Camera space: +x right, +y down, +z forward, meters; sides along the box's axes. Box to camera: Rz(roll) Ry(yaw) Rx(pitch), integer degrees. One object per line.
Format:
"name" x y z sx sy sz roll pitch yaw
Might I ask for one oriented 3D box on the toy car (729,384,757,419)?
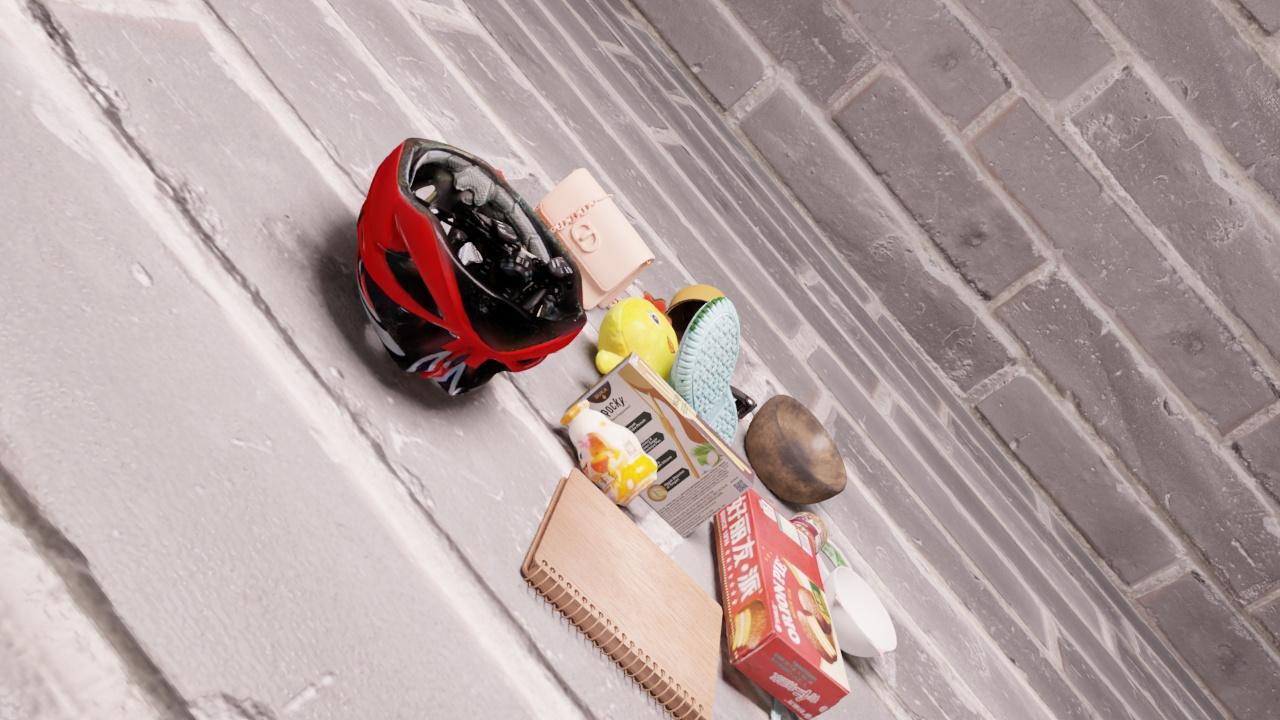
"toy car" 0.125 0.054 1.305 0.092 0.040 0.037 27 30 -39

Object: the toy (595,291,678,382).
"toy" -0.006 0.006 1.078 0.134 0.092 0.207 56 25 -33

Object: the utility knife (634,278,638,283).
"utility knife" -0.055 -0.167 1.361 0.149 0.015 0.022 45 31 -9

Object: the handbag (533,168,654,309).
"handbag" -0.052 -0.173 1.241 0.198 0.117 0.186 52 22 8

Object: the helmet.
"helmet" -0.158 -0.092 0.836 0.217 0.167 0.271 34 27 -33

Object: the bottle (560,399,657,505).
"bottle" -0.034 0.091 0.919 0.109 0.063 0.063 49 22 7

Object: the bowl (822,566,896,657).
"bowl" 0.255 0.313 1.117 0.114 0.051 0.114 40 24 -22

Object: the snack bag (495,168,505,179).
"snack bag" -0.183 -0.196 1.132 0.130 0.039 0.144 6 46 -59

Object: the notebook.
"notebook" -0.009 0.211 0.824 0.210 0.022 0.168 45 21 -10

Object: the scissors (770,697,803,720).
"scissors" 0.149 0.321 0.953 0.174 0.013 0.170 12 41 -58

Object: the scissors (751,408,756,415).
"scissors" 0.220 0.131 1.400 0.159 0.014 0.120 35 26 -25

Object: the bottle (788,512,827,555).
"bottle" 0.193 0.225 1.136 0.056 0.056 0.105 54 22 12

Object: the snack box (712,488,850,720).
"snack box" 0.141 0.245 0.962 0.113 0.060 0.236 41 20 -19

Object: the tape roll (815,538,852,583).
"tape roll" 0.254 0.274 1.224 0.094 0.018 0.093 40 24 -22

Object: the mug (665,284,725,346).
"mug" 0.083 -0.042 1.328 0.094 0.100 0.124 -66 154 -68

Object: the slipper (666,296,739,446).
"slipper" 0.064 0.032 1.048 0.069 0.115 0.277 25 -30 25

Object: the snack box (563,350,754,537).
"snack box" 0.020 0.090 0.966 0.186 0.101 0.031 45 22 -11

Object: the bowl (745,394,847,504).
"bowl" 0.213 0.132 1.294 0.162 0.070 0.162 37 30 -26
